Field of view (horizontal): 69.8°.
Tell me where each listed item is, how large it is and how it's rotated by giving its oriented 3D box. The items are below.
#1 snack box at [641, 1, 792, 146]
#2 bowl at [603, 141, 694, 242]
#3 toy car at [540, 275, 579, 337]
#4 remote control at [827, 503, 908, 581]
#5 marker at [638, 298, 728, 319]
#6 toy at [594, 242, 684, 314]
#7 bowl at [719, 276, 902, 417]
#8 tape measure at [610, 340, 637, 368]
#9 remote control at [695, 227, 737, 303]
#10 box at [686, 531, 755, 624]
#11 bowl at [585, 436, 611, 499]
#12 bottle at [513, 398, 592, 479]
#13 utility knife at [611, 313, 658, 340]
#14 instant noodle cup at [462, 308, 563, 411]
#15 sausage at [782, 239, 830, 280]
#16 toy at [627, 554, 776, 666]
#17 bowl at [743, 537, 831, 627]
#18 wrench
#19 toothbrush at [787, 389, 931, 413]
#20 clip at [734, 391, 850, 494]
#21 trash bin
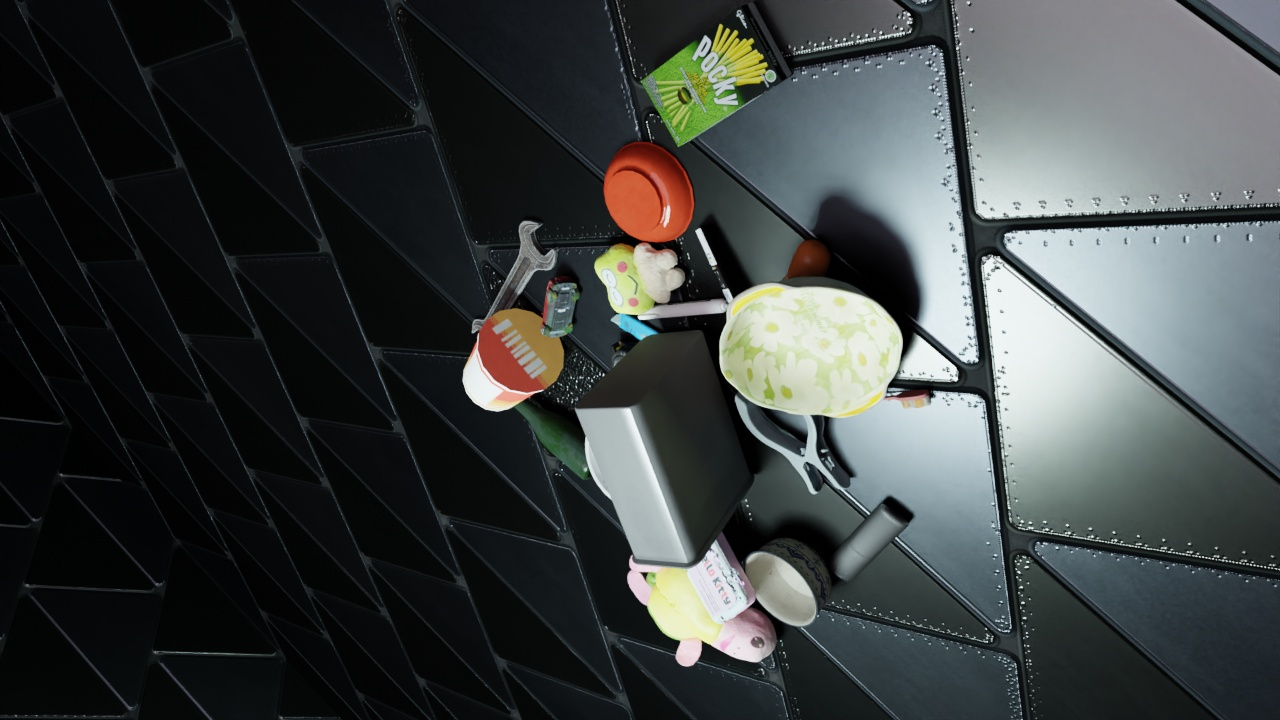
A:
[{"bbox_3d":[0.075,-0.290,0.941,0.148,0.025,0.080,-22,102,46],"label":"snack box"},{"bbox_3d":[0.002,-0.189,1.064,0.122,0.035,0.122,21,129,28],"label":"bowl"},{"bbox_3d":[-0.111,-0.071,1.233,0.036,0.042,0.091,51,140,46],"label":"toy car"},{"bbox_3d":[0.275,0.226,1.122,0.041,0.020,0.152,38,137,12],"label":"remote control"},{"bbox_3d":[0.051,-0.062,1.119,0.134,0.020,0.017,-3,125,41],"label":"marker"},{"bbox_3d":[0.000,-0.103,1.118,0.115,0.046,0.092,-12,107,36],"label":"toy"},{"bbox_3d":[0.178,-0.026,0.973,0.189,0.060,0.219,-29,127,31],"label":"bowl"},{"bbox_3d":[-0.007,0.007,1.203,0.063,0.038,0.067,14,123,44],"label":"tape measure"},{"bbox_3d":[0.095,-0.095,1.049,0.028,0.012,0.124,-142,27,-84],"label":"remote control"},{"bbox_3d":[0.082,0.251,1.236,0.087,0.044,0.202,-51,59,45],"label":"box"},{"bbox_3d":[-0.007,0.128,1.269,0.150,0.043,0.150,11,108,36],"label":"bowl"},{"bbox_3d":[-0.129,0.103,1.358,0.174,0.055,0.055,38,135,16],"label":"bottle"},{"bbox_3d":[0.026,-0.019,1.173,0.158,0.015,0.031,33,131,21],"label":"utility knife"},{"bbox_3d":[-0.190,0.008,1.305,0.123,0.123,0.121,51,145,0],"label":"instant noodle cup"},{"bbox_3d":[0.161,-0.065,1.010,0.044,0.039,0.165,48,138,19],"label":"sausage"},{"bbox_3d":[0.085,0.351,1.319,0.238,0.087,0.190,25,111,19],"label":"toy"},{"bbox_3d":[0.198,0.280,1.190,0.115,0.059,0.116,30,136,33],"label":"bowl"},{"bbox_3d":[-0.183,-0.098,1.300,0.070,0.010,0.274,46,137,6],"label":"wrench"},{"bbox_3d":[0.242,0.051,1.039,0.185,0.015,0.016,-10,114,45],"label":"toothbrush"},{"bbox_3d":[0.201,0.082,1.069,0.172,0.029,0.144,47,143,-6],"label":"clip"},{"bbox_3d":[0.035,0.104,1.107,0.098,0.191,0.220,-4,117,35],"label":"trash bin"}]
